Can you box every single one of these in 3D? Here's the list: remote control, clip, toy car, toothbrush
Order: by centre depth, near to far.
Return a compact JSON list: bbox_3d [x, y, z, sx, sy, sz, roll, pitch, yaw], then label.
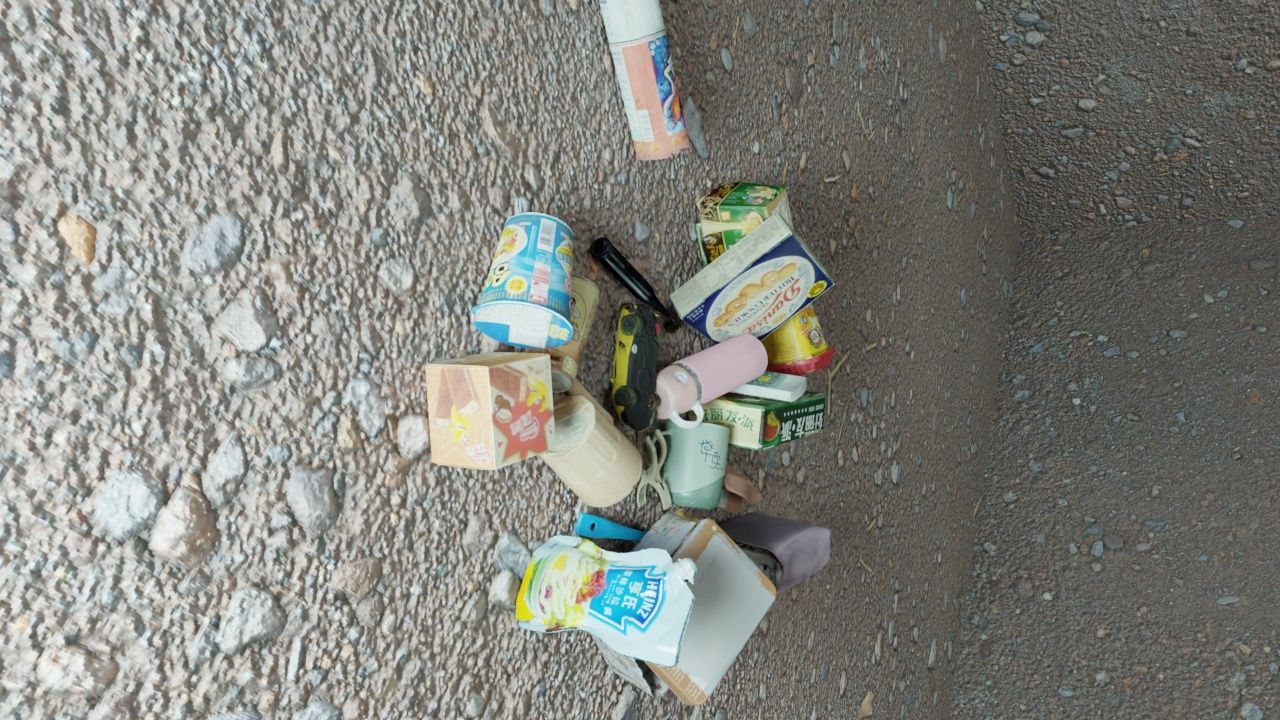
[{"bbox_3d":[-0.006,0.006,1.103,0.071,0.041,0.155,16,76,-58],"label":"toy car"},{"bbox_3d":[0.001,-0.086,1.130,0.027,0.026,0.212,-47,142,0],"label":"toothbrush"},{"bbox_3d":[0.003,0.135,1.145,0.034,0.076,0.103,-32,127,-55],"label":"clip"},{"bbox_3d":[0.164,0.031,1.293,0.056,0.135,0.019,-35,127,-52],"label":"remote control"}]

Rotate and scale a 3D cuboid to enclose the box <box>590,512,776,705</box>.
[{"bbox_3d":[0.054,0.286,1.062,0.181,0.158,0.148,-44,129,-29],"label":"box"}]

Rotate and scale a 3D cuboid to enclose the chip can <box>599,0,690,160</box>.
[{"bbox_3d":[0.003,-0.348,1.078,0.071,0.071,0.215,-47,131,-47],"label":"chip can"}]

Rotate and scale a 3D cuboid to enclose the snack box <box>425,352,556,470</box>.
[{"bbox_3d":[-0.138,0.044,0.856,0.092,0.077,0.094,-14,103,-58],"label":"snack box"}]

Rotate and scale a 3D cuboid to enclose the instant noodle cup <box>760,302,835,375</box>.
[{"bbox_3d":[0.228,-0.040,1.430,0.116,0.116,0.123,-19,95,-56],"label":"instant noodle cup"}]

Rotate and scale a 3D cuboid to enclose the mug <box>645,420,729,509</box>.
[{"bbox_3d":[0.057,0.133,1.185,0.111,0.082,0.106,14,79,-27],"label":"mug"}]

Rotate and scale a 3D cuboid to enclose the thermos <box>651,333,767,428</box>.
[{"bbox_3d":[0.091,0.028,1.200,0.198,0.087,0.067,-23,156,-45],"label":"thermos"}]

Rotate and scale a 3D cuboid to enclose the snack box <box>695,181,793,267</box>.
[{"bbox_3d":[0.152,-0.188,1.295,0.118,0.106,0.117,-46,130,-47],"label":"snack box"}]

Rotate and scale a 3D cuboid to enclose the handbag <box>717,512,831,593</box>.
[{"bbox_3d":[0.169,0.279,1.302,0.196,0.145,0.098,-2,90,-58],"label":"handbag"}]

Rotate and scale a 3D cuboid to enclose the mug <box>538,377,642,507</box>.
[{"bbox_3d":[-0.059,0.082,0.997,0.103,0.084,0.124,52,24,-44],"label":"mug"}]

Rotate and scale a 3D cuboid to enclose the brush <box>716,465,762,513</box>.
[{"bbox_3d":[0.120,0.180,1.288,0.145,0.073,0.063,33,62,-56],"label":"brush"}]

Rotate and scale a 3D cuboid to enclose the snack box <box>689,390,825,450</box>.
[{"bbox_3d":[0.173,0.079,1.329,0.239,0.115,0.063,-4,99,-58],"label":"snack box"}]

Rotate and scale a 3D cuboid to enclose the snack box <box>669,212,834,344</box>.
[{"bbox_3d":[0.156,-0.096,1.250,0.182,0.178,0.045,30,26,-54],"label":"snack box"}]

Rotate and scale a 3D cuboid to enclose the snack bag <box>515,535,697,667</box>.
[{"bbox_3d":[-0.033,0.236,0.925,0.039,0.191,0.110,61,43,-41],"label":"snack bag"}]

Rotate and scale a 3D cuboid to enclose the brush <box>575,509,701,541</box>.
[{"bbox_3d":[0.005,0.216,1.133,0.254,0.046,0.083,24,77,-52],"label":"brush"}]

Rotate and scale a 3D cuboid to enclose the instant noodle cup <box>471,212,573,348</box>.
[{"bbox_3d":[-0.107,-0.082,0.896,0.099,0.099,0.109,40,50,-52],"label":"instant noodle cup"}]

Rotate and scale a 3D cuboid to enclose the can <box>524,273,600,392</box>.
[{"bbox_3d":[-0.084,-0.029,0.960,0.058,0.059,0.116,46,53,-49],"label":"can"}]
